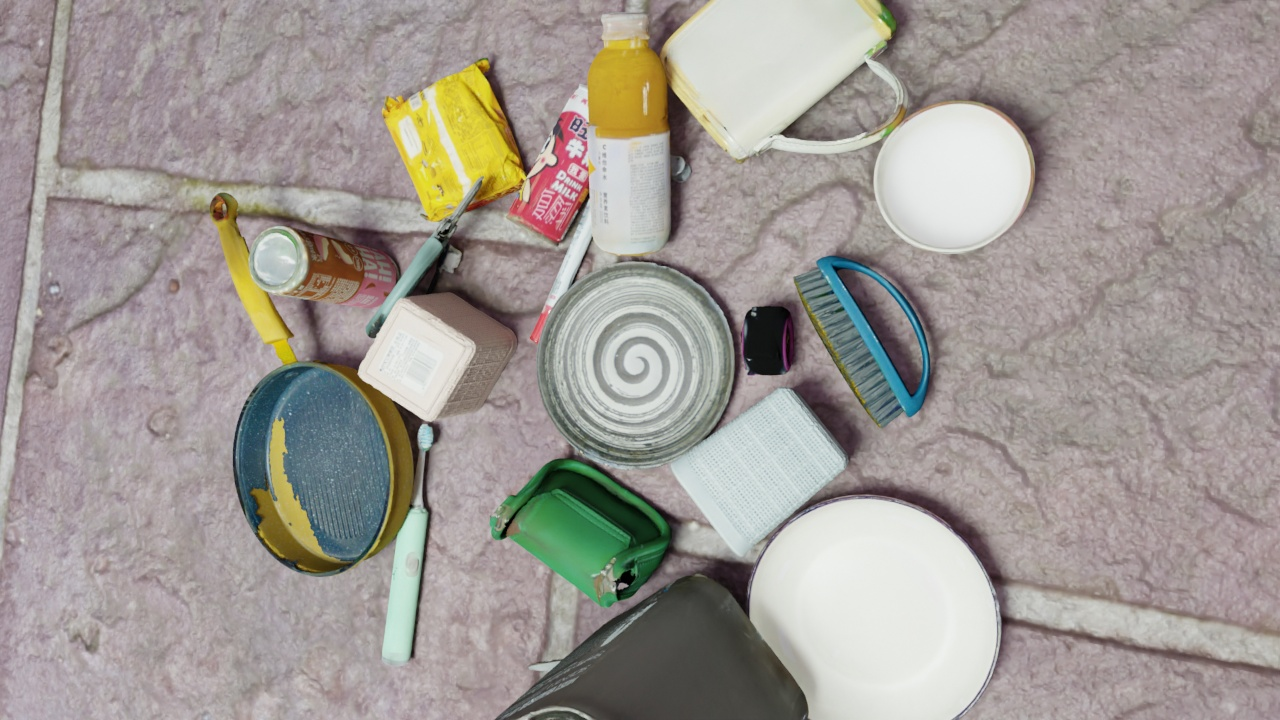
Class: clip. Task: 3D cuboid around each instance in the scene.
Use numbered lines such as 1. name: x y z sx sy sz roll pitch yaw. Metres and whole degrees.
1. clip: 0.016 -0.172 0.797 0.057 0.032 0.025 21 92 24

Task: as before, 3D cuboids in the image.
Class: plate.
1. plate: 0.181 0.201 0.724 0.193 0.039 0.192 0 88 17
2. plate: -0.005 0.005 0.795 0.180 0.024 0.179 -1 87 16

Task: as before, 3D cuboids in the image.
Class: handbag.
1. handbag: -0.047 0.142 0.754 0.131 0.120 0.068 31 103 13
2. handbag: 0.125 -0.227 0.736 0.163 0.063 0.178 -39 71 12

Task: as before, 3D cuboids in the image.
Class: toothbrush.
1. toothbrush: -0.213 0.170 0.851 0.027 0.026 0.224 8 90 53
2. toothbrush: -0.211 -0.025 0.862 0.018 0.015 0.181 27 95 7

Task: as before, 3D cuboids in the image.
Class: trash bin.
1. trash bin: -0.001 0.285 0.657 0.200 0.219 0.198 -38 89 31

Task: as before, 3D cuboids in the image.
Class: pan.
1. pan: -0.322 0.022 0.840 0.198 0.078 0.357 -14 87 26

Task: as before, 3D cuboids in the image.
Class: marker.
1. marker: -0.063 -0.082 0.818 0.017 0.017 0.145 25 95 16

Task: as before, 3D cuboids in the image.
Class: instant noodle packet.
1. instant noodle packet: -0.168 -0.200 0.839 0.111 0.044 0.128 -22 86 8

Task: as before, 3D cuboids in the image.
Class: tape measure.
1. tape measure: 0.101 -0.016 0.744 0.039 0.058 0.057 1 70 19

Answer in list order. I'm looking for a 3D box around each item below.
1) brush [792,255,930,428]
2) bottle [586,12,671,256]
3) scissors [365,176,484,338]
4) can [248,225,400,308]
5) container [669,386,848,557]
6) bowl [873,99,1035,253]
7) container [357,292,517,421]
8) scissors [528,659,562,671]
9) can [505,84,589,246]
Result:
1. brush: 0.182 -0.021 0.722 0.074 0.055 0.144 -31 80 15
2. bottle: -0.010 -0.183 0.748 0.068 0.067 0.190 6 113 17
3. scissors: -0.185 -0.088 0.792 0.019 0.142 0.180 37 117 -13
4. can: -0.276 -0.080 0.814 0.058 0.147 0.058 0 88 17
5. container: 0.099 0.083 0.729 0.111 0.090 0.090 -40 78 9
6. bowl: 0.239 -0.135 0.705 0.114 0.062 0.113 -1 88 18
7. container: -0.176 -0.004 0.793 0.090 0.111 0.090 33 97 5
8. scissors: -0.022 0.252 0.799 0.173 0.012 0.132 13 94 18
9. can: -0.063 -0.170 0.801 0.053 0.053 0.133 32 97 15
